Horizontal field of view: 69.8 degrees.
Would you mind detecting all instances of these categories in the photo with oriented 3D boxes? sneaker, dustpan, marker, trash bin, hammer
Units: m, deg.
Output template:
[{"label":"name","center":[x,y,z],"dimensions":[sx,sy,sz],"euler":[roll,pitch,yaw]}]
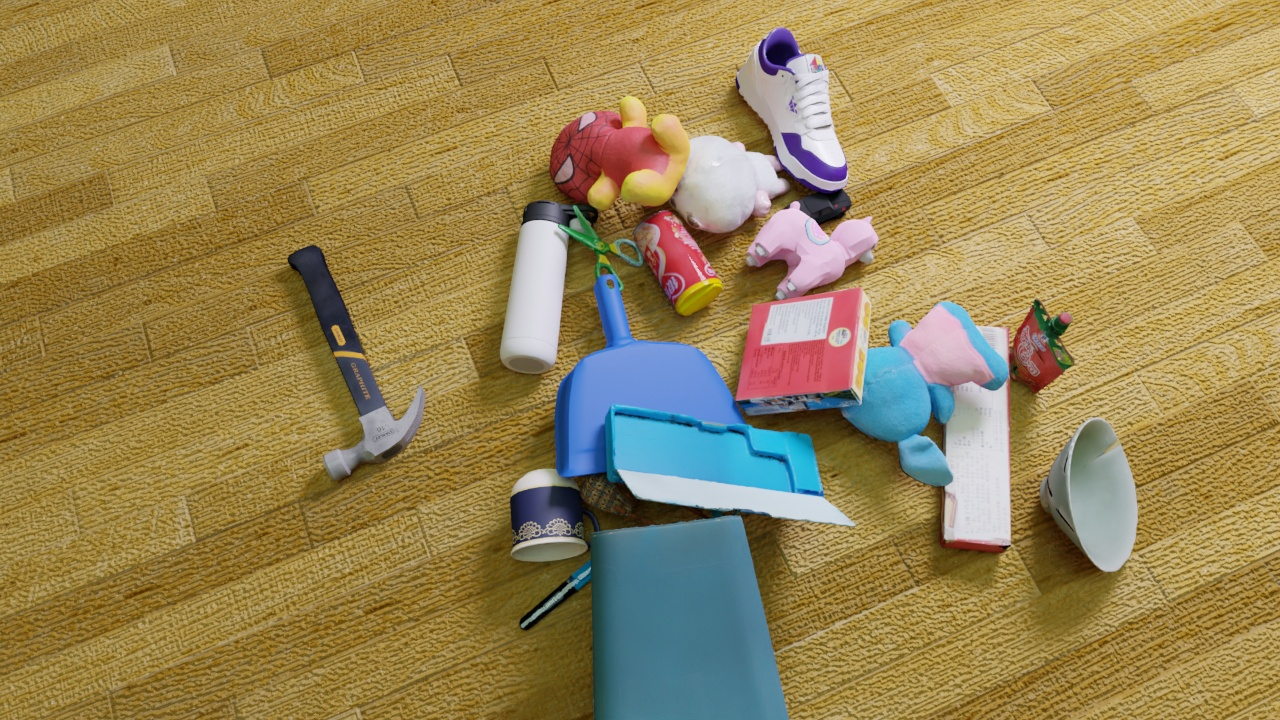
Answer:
[{"label":"sneaker","center":[0.219,-0.340,1.217],"dimensions":[0.091,0.111,0.244],"euler":[-16,64,-27]},{"label":"dustpan","center":[-0.006,0.006,1.090],"dimensions":[0.245,0.060,0.257],"euler":[-6,70,-22]},{"label":"marker","center":[-0.087,0.262,1.040],"dimensions":[0.123,0.015,0.018],"euler":[-38,73,-12]},{"label":"trash bin","center":[0.037,0.276,0.917],"dimensions":[0.199,0.197,0.218],"euler":[-6,77,-2]},{"label":"hammer","center":[-0.375,-0.013,1.148],"dimensions":[0.139,0.035,0.312],"euler":[-26,69,-11]}]

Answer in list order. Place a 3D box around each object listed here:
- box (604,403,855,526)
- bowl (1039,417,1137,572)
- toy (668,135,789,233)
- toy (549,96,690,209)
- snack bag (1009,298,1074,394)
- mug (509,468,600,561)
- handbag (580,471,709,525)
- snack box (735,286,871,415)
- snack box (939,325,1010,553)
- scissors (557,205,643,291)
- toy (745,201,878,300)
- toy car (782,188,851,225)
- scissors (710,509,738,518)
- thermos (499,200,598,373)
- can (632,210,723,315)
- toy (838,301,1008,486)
[{"label":"box","center":[0.087,0.128,0.977],"dimensions":[0.243,0.060,0.175],"euler":[10,27,-15]},{"label":"bowl","center":[0.496,0.152,1.042],"dimensions":[0.174,0.068,0.174],"euler":[10,74,-40]},{"label":"toy","center":[0.117,-0.236,1.201],"dimensions":[0.179,0.102,0.138],"euler":[-12,67,-30]},{"label":"toy","center":[-0.033,-0.256,1.174],"dimensions":[0.216,0.098,0.147],"euler":[21,76,47]},{"label":"snack bag","center":[0.470,-0.018,1.068],"dimensions":[0.044,0.155,0.087],"euler":[-17,69,-2]},{"label":"mug","center":[-0.095,0.175,1.046],"dimensions":[0.111,0.086,0.089],"euler":[10,60,-33]},{"label":"handbag","center":[0.028,0.164,1.044],"dimensions":[0.196,0.093,0.043],"euler":[27,112,4]},{"label":"snack box","center":[0.193,-0.010,1.085],"dimensions":[0.145,0.040,0.142],"euler":[-8,52,32]},{"label":"snack box","center":[0.398,0.088,1.088],"dimensions":[0.077,0.044,0.272],"euler":[5,67,9]},{"label":"scissors","center":[-0.047,-0.151,1.179],"dimensions":[0.108,0.012,0.131],"euler":[-31,92,-34]},{"label":"toy","center":[0.222,-0.147,1.167],"dimensions":[0.157,0.067,0.123],"euler":[-38,87,-16]},{"label":"toy car","center":[0.236,-0.204,1.212],"dimensions":[0.091,0.036,0.042],"euler":[-24,69,-8]},{"label":"scissors","center":[0.110,0.123,1.094],"dimensions":[0.083,0.016,0.134],"euler":[36,71,16]},{"label":"thermos","center":[-0.114,-0.097,1.163],"dimensions":[0.101,0.069,0.229],"euler":[9,67,-9]},{"label":"can","center":[0.047,-0.124,1.167],"dimensions":[0.066,0.067,0.124],"euler":[-27,70,-10]},{"label":"toy","center":[0.326,0.026,1.070],"dimensions":[0.191,0.099,0.224],"euler":[-32,58,6]}]
